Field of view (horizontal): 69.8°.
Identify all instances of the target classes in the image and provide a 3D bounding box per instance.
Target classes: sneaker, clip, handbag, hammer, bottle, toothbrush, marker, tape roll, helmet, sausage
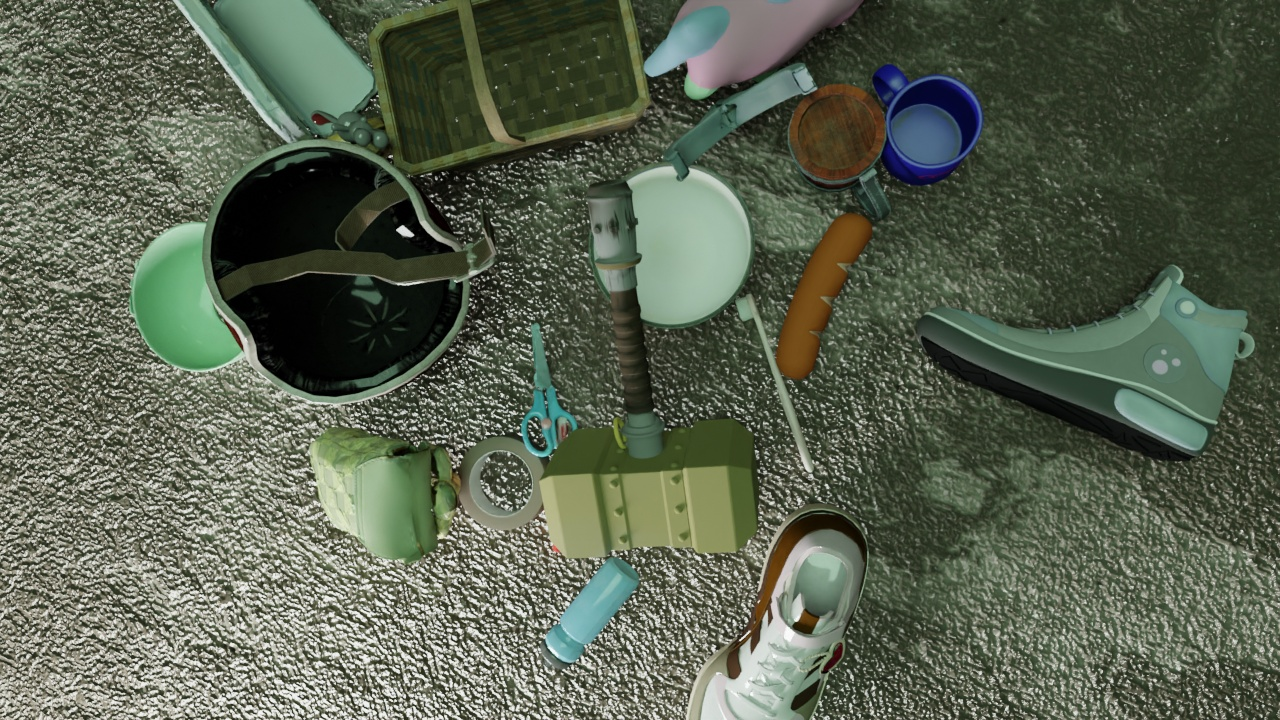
[{"bbox_3d":[0.387,-0.027,0.802,0.257,0.093,0.160,26,87,10],"label":"sneaker"},{"bbox_3d":[0.099,-0.219,0.793,0.165,0.168,0.031,-22,112,34],"label":"clip"},{"bbox_3d":[-0.246,0.119,0.907,0.187,0.116,0.113,10,105,48],"label":"handbag"},{"bbox_3d":[0.126,0.277,0.835,0.112,0.116,0.294,28,96,9],"label":"sneaker"},{"bbox_3d":[-0.005,0.005,0.811,0.190,0.100,0.325,-4,109,11],"label":"hammer"},{"bbox_3d":[-0.054,0.254,0.908,0.040,0.040,0.130,39,98,8],"label":"bottle"},{"bbox_3d":[0.130,0.022,0.881,0.018,0.015,0.181,-21,87,17],"label":"toothbrush"},{"bbox_3d":[-0.080,0.122,0.925,0.013,0.012,0.142,2,91,10],"label":"marker"},{"bbox_3d":[-0.136,0.122,0.925,0.094,0.030,0.093,0,91,11],"label":"tape roll"},{"bbox_3d":[-0.264,-0.081,0.833,0.233,0.254,0.233,-32,69,-10],"label":"helmet"},{"bbox_3d":[0.168,-0.061,0.860,0.044,0.039,0.164,23,95,9],"label":"sausage"}]

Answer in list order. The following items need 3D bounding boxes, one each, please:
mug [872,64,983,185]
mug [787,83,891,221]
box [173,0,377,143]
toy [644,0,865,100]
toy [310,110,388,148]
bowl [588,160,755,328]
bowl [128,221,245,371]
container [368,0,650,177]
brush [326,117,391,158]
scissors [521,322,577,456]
[{"bbox_3d":[0.246,-0.216,0.819,0.079,0.083,0.111,-37,84,9],"label":"mug"},{"bbox_3d":[0.184,-0.177,0.818,0.081,0.111,0.117,-37,84,9],"label":"mug"},{"bbox_3d":[-0.384,-0.322,0.926,0.130,0.105,0.210,-45,84,5],"label":"box"},{"bbox_3d":[0.113,-0.309,0.799,0.221,0.171,0.120,-25,86,-23],"label":"toy"},{"bbox_3d":[-0.270,-0.218,0.858,0.112,0.049,0.030,34,118,46],"label":"toy"},{"bbox_3d":[0.033,-0.106,0.868,0.153,0.073,0.153,0,90,10],"label":"bowl"},{"bbox_3d":[-0.439,-0.064,0.955,0.151,0.077,0.151,0,91,10],"label":"bowl"},{"bbox_3d":[-0.123,-0.265,0.836,0.250,0.186,0.157,-12,89,11],"label":"container"},{"bbox_3d":[-0.336,-0.183,0.943,0.195,0.059,0.043,-33,92,7],"label":"brush"},{"bbox_3d":[-0.096,0.027,0.915,0.055,0.015,0.136,-8,81,-7],"label":"scissors"}]
